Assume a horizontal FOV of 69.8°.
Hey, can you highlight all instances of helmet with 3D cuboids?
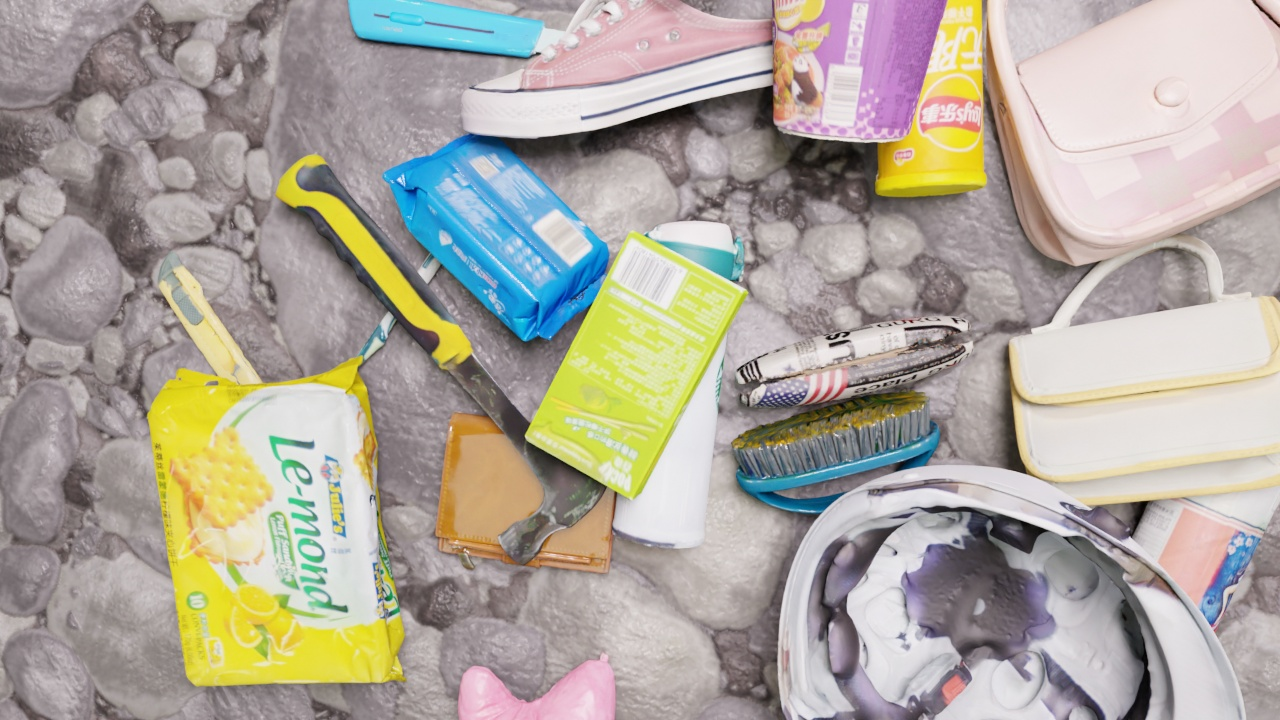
[{"bbox_3d":[0.227,0.175,0.589,0.259,0.145,0.229,19,107,20],"label":"helmet"}]

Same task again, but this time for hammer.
[{"bbox_3d":[-0.139,-0.017,0.653,0.126,0.032,0.323,-40,87,1],"label":"hammer"}]

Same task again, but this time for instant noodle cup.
[{"bbox_3d":[0.127,-0.187,0.556,0.111,0.111,0.099,4,113,5],"label":"instant noodle cup"}]

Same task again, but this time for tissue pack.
[{"bbox_3d":[-0.096,-0.088,0.636,0.157,0.094,0.052,45,137,0],"label":"tissue pack"}]

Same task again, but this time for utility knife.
[{"bbox_3d":[-0.131,-0.241,0.664,0.166,0.018,0.034,9,94,3],"label":"utility knife"},{"bbox_3d":[-0.324,-0.015,0.703,0.031,0.018,0.151,-35,95,13],"label":"utility knife"}]

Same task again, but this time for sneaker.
[{"bbox_3d":[-0.008,-0.209,0.612,0.241,0.118,0.088,-13,111,0],"label":"sneaker"}]

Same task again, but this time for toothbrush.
[{"bbox_3d":[-0.192,-0.018,0.688,0.018,0.016,0.192,37,97,-8],"label":"toothbrush"}]

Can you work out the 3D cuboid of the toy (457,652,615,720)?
[{"bbox_3d":[-0.058,0.302,0.673,0.194,0.074,0.178,29,86,-1],"label":"toy"}]

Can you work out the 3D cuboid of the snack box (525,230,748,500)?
[{"bbox_3d":[-0.004,0.004,0.602,0.086,0.026,0.156,28,98,10],"label":"snack box"}]

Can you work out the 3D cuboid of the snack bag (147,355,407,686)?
[{"bbox_3d":[-0.261,0.123,0.674,0.158,0.068,0.246,-4,98,8],"label":"snack bag"}]

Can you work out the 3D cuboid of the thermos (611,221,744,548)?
[{"bbox_3d":[0.027,0.014,0.645,0.073,0.073,0.224,7,95,5],"label":"thermos"}]

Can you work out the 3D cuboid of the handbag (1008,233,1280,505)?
[{"bbox_3d":[0.324,-0.004,0.594,0.164,0.063,0.178,-11,60,25],"label":"handbag"}]

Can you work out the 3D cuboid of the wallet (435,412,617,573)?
[{"bbox_3d":[-0.083,0.105,0.676,0.131,0.035,0.119,7,93,5],"label":"wallet"}]

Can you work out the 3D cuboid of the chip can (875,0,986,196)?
[{"bbox_3d":[0.191,-0.218,0.608,0.072,0.072,0.213,-1,94,5],"label":"chip can"}]

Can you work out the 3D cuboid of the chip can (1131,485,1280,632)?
[{"bbox_3d":[0.368,0.129,0.618,0.071,0.071,0.215,22,96,3],"label":"chip can"}]

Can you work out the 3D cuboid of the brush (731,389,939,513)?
[{"bbox_3d":[0.138,0.070,0.644,0.144,0.055,0.073,-14,104,6],"label":"brush"}]

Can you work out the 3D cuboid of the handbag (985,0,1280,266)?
[{"bbox_3d":[0.315,-0.196,0.591,0.193,0.093,0.234,-24,90,6],"label":"handbag"}]

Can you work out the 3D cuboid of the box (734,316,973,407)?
[{"bbox_3d":[0.145,-0.005,0.634,0.164,0.074,0.064,-14,65,3],"label":"box"}]
